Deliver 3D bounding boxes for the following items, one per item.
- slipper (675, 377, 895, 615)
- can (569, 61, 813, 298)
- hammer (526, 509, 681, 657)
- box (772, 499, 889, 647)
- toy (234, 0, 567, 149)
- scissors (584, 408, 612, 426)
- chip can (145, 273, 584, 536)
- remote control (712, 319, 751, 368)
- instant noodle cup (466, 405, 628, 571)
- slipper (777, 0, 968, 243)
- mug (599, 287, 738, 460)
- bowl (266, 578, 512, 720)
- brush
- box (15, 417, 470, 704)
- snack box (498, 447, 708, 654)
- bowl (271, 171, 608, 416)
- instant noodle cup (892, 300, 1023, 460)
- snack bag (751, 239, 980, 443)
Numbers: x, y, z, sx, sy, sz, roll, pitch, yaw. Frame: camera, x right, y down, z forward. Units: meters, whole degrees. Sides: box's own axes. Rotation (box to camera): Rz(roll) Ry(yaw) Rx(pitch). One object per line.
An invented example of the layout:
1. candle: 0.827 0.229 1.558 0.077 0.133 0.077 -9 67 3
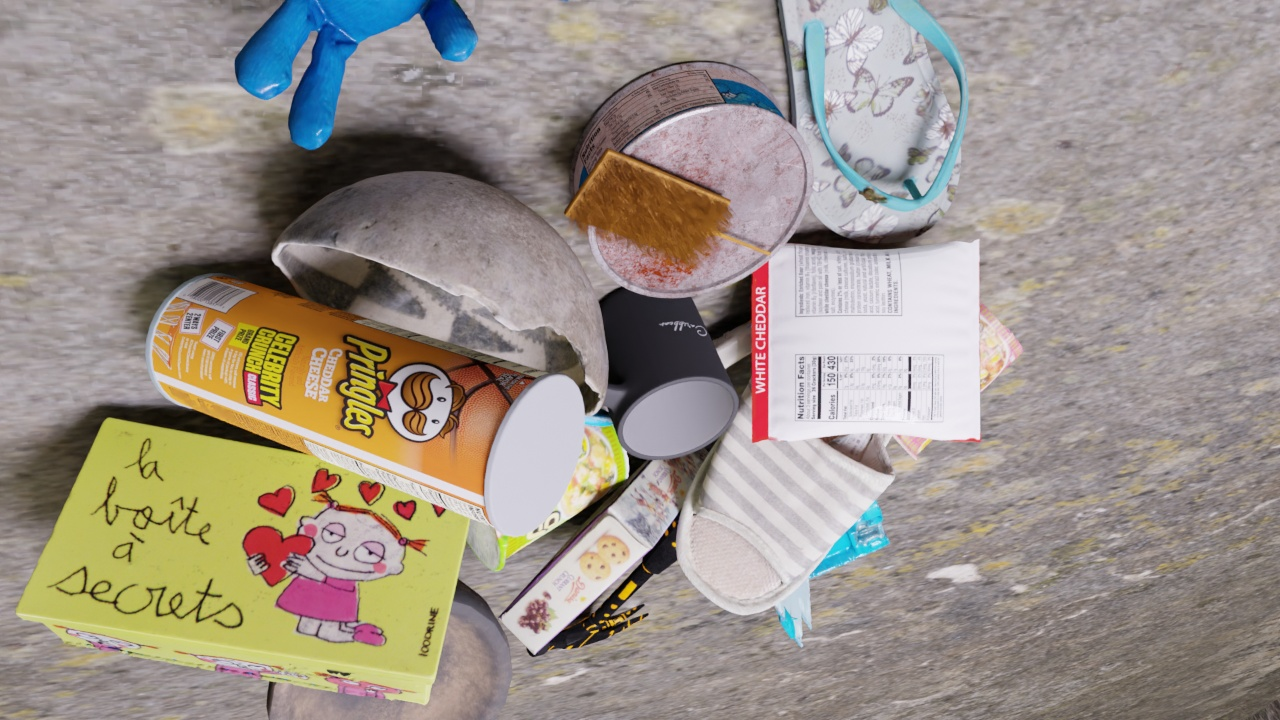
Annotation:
1. slipper: 0.121 0.048 0.621 0.272 0.114 0.054 -56 163 -1
2. can: 0.028 -0.097 0.516 0.130 0.044 0.130 -12 139 -11
3. hammer: 0.012 0.179 0.807 0.123 0.036 0.322 -2 143 -37
4. box: 0.147 0.157 0.826 0.169 0.086 0.227 -52 143 -17
5. toy: -0.088 -0.162 0.379 0.176 0.071 0.113 -39 140 6
6. scissors: -0.069 0.032 0.564 0.139 0.134 0.011 8 99 -35
7. chip can: -0.138 0.016 0.450 0.215 0.075 0.075 16 147 24
8. remote control: 0.091 -0.027 0.629 0.126 0.038 0.018 -32 96 12
9. instant noodle cup: -0.071 0.075 0.625 0.107 0.099 0.099 -23 144 -28
10. slipper: 0.127 -0.143 0.503 0.098 0.054 0.269 -23 139 9
11. mug: -0.003 0.003 0.581 0.113 0.088 0.078 9 132 -31
12. bowl: -0.176 0.213 0.646 0.162 0.070 0.162 -9 115 -20
13. brush: 0.024 -0.072 0.492 0.126 0.017 0.048 15 129 -35
14. box: -0.218 0.120 0.541 0.221 0.124 0.083 15 147 -7
15. snack box: -0.022 0.132 0.689 0.144 0.040 0.147 -47 177 29
16. bowl: -0.089 -0.043 0.475 0.178 0.081 0.179 21 161 7
17. instant noodle cup: 0.214 0.002 0.678 0.109 0.097 0.097 -42 137 11
18. snack bag: 0.143 -0.013 0.582 0.144 0.130 0.039 0 178 3
